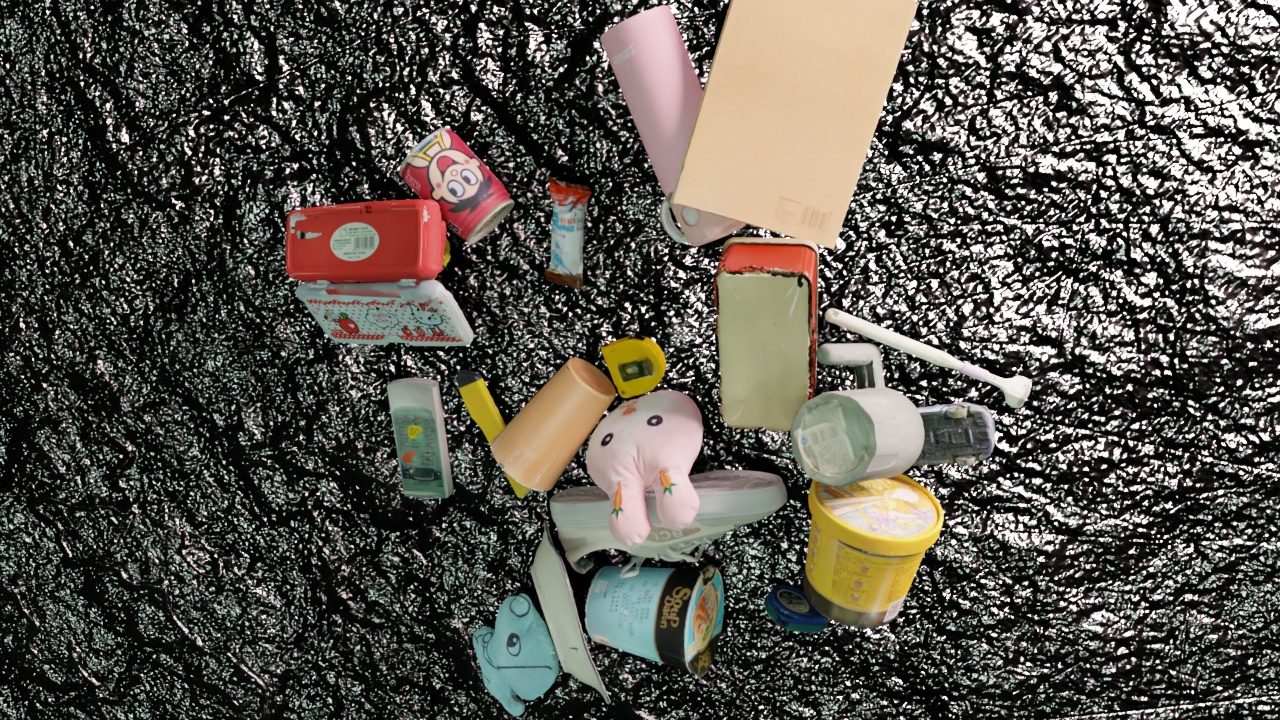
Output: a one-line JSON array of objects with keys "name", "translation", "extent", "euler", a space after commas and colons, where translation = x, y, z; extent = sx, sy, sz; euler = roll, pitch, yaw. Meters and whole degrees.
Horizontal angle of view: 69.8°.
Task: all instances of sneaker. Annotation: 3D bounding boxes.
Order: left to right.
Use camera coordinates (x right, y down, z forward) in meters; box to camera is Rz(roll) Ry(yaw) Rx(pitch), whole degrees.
[{"name": "sneaker", "translation": [0.028, 0.166, 0.906], "extent": [0.243, 0.089, 0.091], "euler": [-9, 97, 20]}]

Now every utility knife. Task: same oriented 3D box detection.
[{"name": "utility knife", "translation": [-0.153, 0.077, 0.970], "extent": [0.033, 0.015, 0.154], "euler": [-19, 102, 27]}]

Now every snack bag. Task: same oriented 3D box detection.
[{"name": "snack bag", "translation": [-0.070, -0.120, 0.876], "extent": [0.048, 0.026, 0.104], "euler": [17, 111, 23]}]

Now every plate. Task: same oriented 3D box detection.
[{"name": "plate", "translation": [-0.079, 0.257, 0.932], "extent": [0.034, 0.163, 0.164], "euler": [-18, 103, -10]}]

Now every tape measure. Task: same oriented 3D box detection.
[{"name": "tape measure", "translation": [-0.005, 0.005, 0.897], "extent": [0.057, 0.028, 0.060], "euler": [-17, 102, 19]}, {"name": "tape measure", "translation": [0.152, 0.250, 0.919], "extent": [0.058, 0.054, 0.025], "euler": [12, 111, -23]}]

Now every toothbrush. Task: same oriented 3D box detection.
[{"name": "toothbrush", "translation": [0.256, -0.006, 0.826], "extent": [0.189, 0.020, 0.029], "euler": [23, 82, 9]}]

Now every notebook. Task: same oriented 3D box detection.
[{"name": "notebook", "translation": [0.126, -0.212, 0.759], "extent": [0.149, 0.012, 0.212], "euler": [15, 103, -9]}]

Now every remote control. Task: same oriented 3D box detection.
[{"name": "remote control", "translation": [-0.238, 0.085, 0.994], "extent": [0.056, 0.019, 0.135], "euler": [1, 108, 16]}]

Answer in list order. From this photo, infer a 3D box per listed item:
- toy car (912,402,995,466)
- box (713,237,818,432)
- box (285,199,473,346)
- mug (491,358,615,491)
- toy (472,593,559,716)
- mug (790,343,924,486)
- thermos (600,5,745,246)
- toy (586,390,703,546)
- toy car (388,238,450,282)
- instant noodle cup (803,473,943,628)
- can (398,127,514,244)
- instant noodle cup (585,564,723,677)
[{"name": "toy car", "translation": [0.260, 0.068, 0.840], "extent": [0.121, 0.036, 0.054], "euler": [-9, 103, 28]}, {"name": "box", "translation": [0.109, -0.016, 0.807], "extent": [0.091, 0.077, 0.168], "euler": [3, 126, 14]}, {"name": "box", "translation": [-0.263, -0.080, 0.899], "extent": [0.201, 0.064, 0.160], "euler": [2, 113, 31]}, {"name": "mug", "translation": [-0.082, 0.061, 0.916], "extent": [0.078, 0.078, 0.123], "euler": [40, 108, 0]}, {"name": "toy", "translation": [-0.136, 0.325, 1.010], "extent": [0.156, 0.049, 0.161], "euler": [3, 105, 44]}, {"name": "mug", "translation": [0.186, 0.046, 0.798], "extent": [0.084, 0.103, 0.124], "euler": [-10, 84, 36]}, {"name": "thermos", "translation": [0.026, -0.199, 0.807], "extent": [0.087, 0.067, 0.198], "euler": [-10, 108, 47]}, {"name": "toy", "translation": [0.007, 0.096, 0.862], "extent": [0.121, 0.159, 0.054], "euler": [-24, 135, 14]}, {"name": "toy car", "translation": [-0.231, -0.097, 0.926], "extent": [0.105, 0.032, 0.048], "euler": [-28, 92, 34]}, {"name": "instant noodle cup", "translation": [0.207, 0.174, 0.849], "extent": [0.118, 0.118, 0.115], "euler": [12, 117, 12]}, {"name": "can", "translation": [-0.173, -0.164, 0.868], "extent": [0.067, 0.066, 0.094], "euler": [-42, 93, 23]}, {"name": "instant noodle cup", "translation": [0.012, 0.256, 0.940], "extent": [0.121, 0.111, 0.111], "euler": [4, 109, 24]}]
